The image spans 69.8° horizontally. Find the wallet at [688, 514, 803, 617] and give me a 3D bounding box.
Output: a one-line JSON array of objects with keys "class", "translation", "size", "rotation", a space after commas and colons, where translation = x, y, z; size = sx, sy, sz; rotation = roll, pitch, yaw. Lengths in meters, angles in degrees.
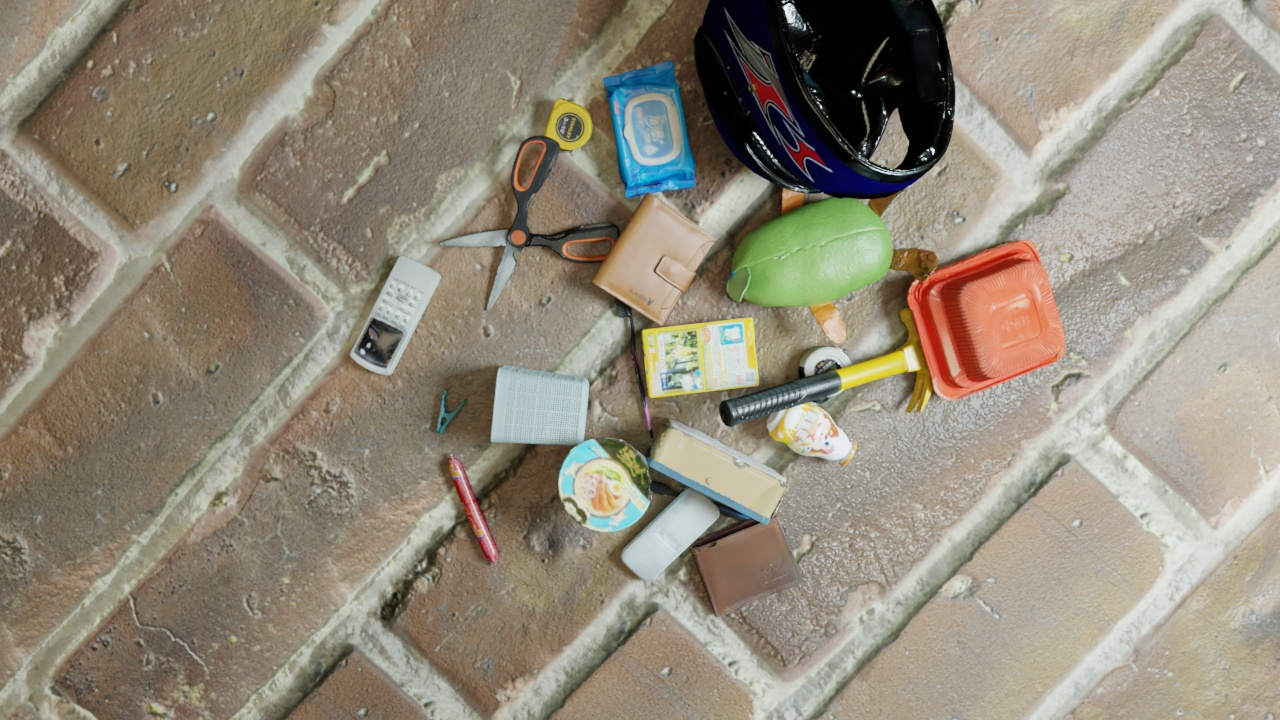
[{"class": "wallet", "translation": [0.134, 0.259, 1.162], "size": [0.124, 0.032, 0.101], "rotation": [-23, 101, 4]}]

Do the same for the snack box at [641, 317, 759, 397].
[{"class": "snack box", "translation": [0.075, -0.004, 1.149], "size": [0.140, 0.033, 0.087], "rotation": [-7, 93, -1]}]

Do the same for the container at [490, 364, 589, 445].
[{"class": "container", "translation": [-0.121, 0.057, 1.126], "size": [0.111, 0.090, 0.090], "rotation": [6, 93, -3]}]

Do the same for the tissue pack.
[{"class": "tissue pack", "translation": [0.012, -0.283, 1.123], "size": [0.095, 0.052, 0.157], "rotation": [-10, 93, 1]}]

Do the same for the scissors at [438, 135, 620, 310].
[{"class": "scissors", "translation": [-0.134, -0.165, 1.142], "size": [0.221, 0.021, 0.235], "rotation": [13, 102, -5]}]

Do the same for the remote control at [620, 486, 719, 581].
[{"class": "remote control", "translation": [0.037, 0.219, 1.160], "size": [0.056, 0.020, 0.136], "rotation": [43, 99, -11]}]

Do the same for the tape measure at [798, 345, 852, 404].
[{"class": "tape measure", "translation": [0.232, 0.014, 1.149], "size": [0.066, 0.033, 0.066], "rotation": [-26, 95, 0]}]

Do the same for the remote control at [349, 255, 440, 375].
[{"class": "remote control", "translation": [-0.309, -0.056, 1.154], "size": [0.058, 0.021, 0.150], "rotation": [27, 92, -1]}]

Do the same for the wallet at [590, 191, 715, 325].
[{"class": "wallet", "translation": [0.017, -0.124, 1.131], "size": [0.108, 0.031, 0.132], "rotation": [32, 93, -16]}]

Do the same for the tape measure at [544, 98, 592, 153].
[{"class": "tape measure", "translation": [-0.088, -0.290, 1.135], "size": [0.057, 0.028, 0.060], "rotation": [19, 110, -4]}]

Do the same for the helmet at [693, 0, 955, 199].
[{"class": "helmet", "translation": [0.193, -0.307, 1.023], "size": [0.247, 0.241, 0.315], "rotation": [-14, 83, -18]}]

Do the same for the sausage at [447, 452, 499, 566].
[{"class": "sausage", "translation": [-0.214, 0.190, 1.168], "size": [0.020, 0.020, 0.156], "rotation": [-22, 93, 1]}]

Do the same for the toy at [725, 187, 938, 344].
[{"class": "toy", "translation": [0.220, -0.131, 1.112], "size": [0.247, 0.090, 0.226], "rotation": [-15, 73, 8]}]

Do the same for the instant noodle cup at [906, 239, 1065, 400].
[{"class": "instant noodle cup", "translation": [0.430, -0.049, 1.111], "size": [0.188, 0.079, 0.164], "rotation": [-21, 95, -8]}]

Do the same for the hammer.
[{"class": "hammer", "translation": [0.233, 0.026, 1.104], "size": [0.300, 0.033, 0.129], "rotation": [-15, 91, -19]}]

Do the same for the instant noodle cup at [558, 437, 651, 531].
[{"class": "instant noodle cup", "translation": [-0.042, 0.141, 1.114], "size": [0.111, 0.120, 0.111], "rotation": [0, 92, -1]}]

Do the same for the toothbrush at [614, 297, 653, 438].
[{"class": "toothbrush", "translation": [-0.007, 0.007, 1.160], "size": [0.018, 0.014, 0.189], "rotation": [-11, 94, 11]}]

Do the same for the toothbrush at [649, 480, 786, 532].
[{"class": "toothbrush", "translation": [0.097, 0.187, 1.171], "size": [0.189, 0.016, 0.014], "rotation": [19, 91, -3]}]

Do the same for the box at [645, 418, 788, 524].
[{"class": "box", "translation": [0.087, 0.131, 1.129], "size": [0.184, 0.089, 0.061], "rotation": [25, 94, 1]}]

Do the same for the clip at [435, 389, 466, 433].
[{"class": "clip", "translation": [-0.245, 0.067, 1.164], "size": [0.034, 0.013, 0.054], "rotation": [27, 91, 0]}]

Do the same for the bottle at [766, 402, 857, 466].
[{"class": "bottle", "translation": [0.213, 0.090, 1.138], "size": [0.108, 0.063, 0.063], "rotation": [30, 93, -2]}]
